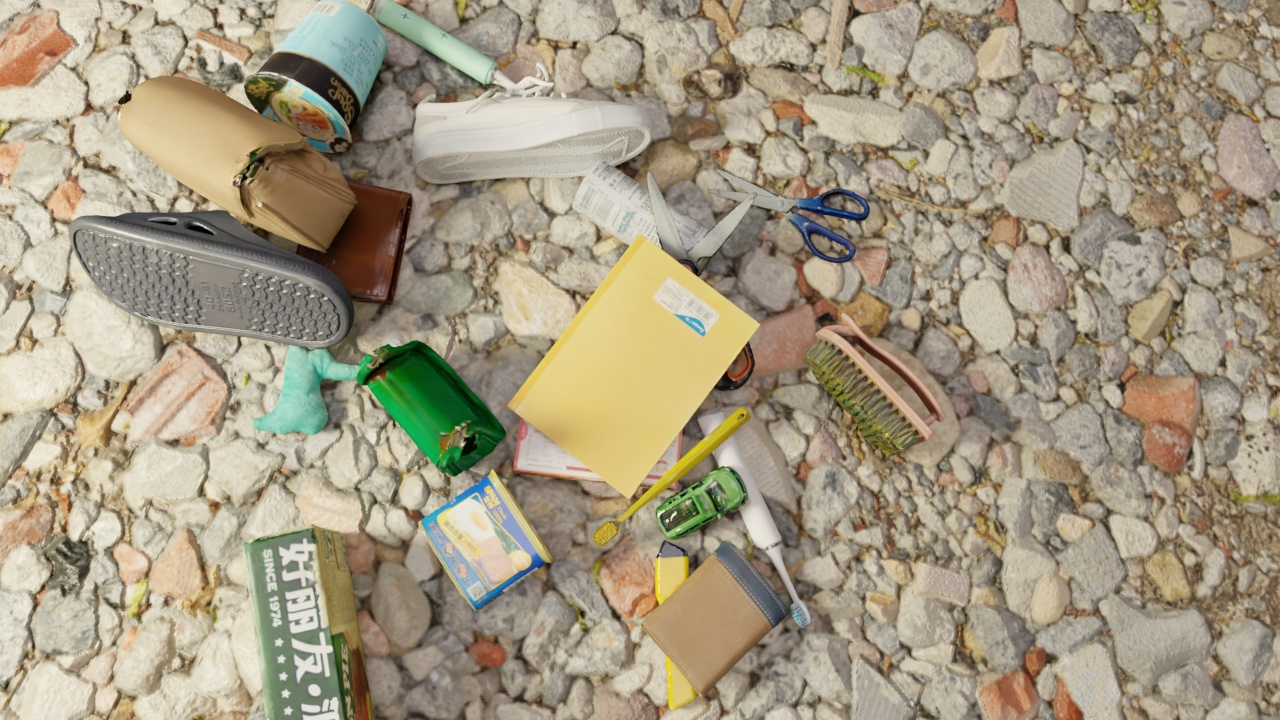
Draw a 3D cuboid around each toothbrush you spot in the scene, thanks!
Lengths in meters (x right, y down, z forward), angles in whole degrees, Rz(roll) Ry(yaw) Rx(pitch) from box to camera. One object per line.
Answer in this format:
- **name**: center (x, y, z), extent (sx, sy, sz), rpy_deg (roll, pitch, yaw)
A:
- **toothbrush**: center (0.111, 0.149, 0.877), extent (0.026, 0.027, 0.221), rpy_deg (-14, 76, -47)
- **toothbrush**: center (-0.181, -0.315, 0.958), extent (0.224, 0.027, 0.027), rpy_deg (31, 54, 3)
- **toothbrush**: center (0.030, 0.108, 0.856), extent (0.190, 0.017, 0.015), rpy_deg (-39, 85, -11)

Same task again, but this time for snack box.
- **snack box**: center (-0.272, 0.264, 0.774), extent (0.063, 0.114, 0.240), rpy_deg (-11, 79, -8)
- **snack box**: center (-0.039, 0.078, 0.880), extent (0.156, 0.027, 0.077), rpy_deg (7, 77, -3)

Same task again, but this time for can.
- **can**: center (-0.141, 0.164, 0.838), extent (0.083, 0.057, 0.102), rpy_deg (-33, 81, -9)
- **can**: center (0.006, -0.138, 0.917), extent (0.147, 0.058, 0.058), rpy_deg (33, 77, 3)

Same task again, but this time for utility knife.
- **utility knife**: center (0.032, 0.245, 0.854), extent (0.033, 0.015, 0.153), rpy_deg (-3, 78, -1)

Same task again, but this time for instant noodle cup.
- **instant noodle cup**: center (-0.310, -0.286, 0.908), extent (0.111, 0.111, 0.120), rpy_deg (22, 67, 0)

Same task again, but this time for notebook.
- **notebook**: center (-0.005, 0.005, 0.859), extent (0.146, 0.010, 0.206), rpy_deg (37, 86, -2)

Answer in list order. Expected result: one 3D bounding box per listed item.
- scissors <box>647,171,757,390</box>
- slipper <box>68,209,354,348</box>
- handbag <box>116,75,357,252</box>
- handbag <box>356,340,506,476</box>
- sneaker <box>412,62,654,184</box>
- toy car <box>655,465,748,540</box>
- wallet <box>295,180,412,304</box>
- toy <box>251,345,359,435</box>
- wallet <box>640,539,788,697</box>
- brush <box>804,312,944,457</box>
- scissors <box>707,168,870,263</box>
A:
- **scissors**: center (0.038, -0.063, 0.883), extent (0.235, 0.021, 0.221), rpy_deg (-36, 101, 10)
- **slipper**: center (-0.390, -0.083, 0.862), extent (0.268, 0.111, 0.083), rpy_deg (13, 40, 2)
- **handbag**: center (-0.362, -0.184, 0.838), extent (0.204, 0.147, 0.099), rpy_deg (28, 87, 17)
- **handbag**: center (-0.188, 0.041, 0.829), extent (0.068, 0.120, 0.131), rpy_deg (-42, 86, -7)
- **sneaker**: center (-0.109, -0.240, 0.921), extent (0.242, 0.089, 0.090), rpy_deg (-6, 73, 0)
- **toy car**: center (0.057, 0.135, 0.863), extent (0.091, 0.036, 0.043), rpy_deg (-32, 79, 9)
- **wallet**: center (-0.285, -0.119, 0.903), extent (0.101, 0.032, 0.124), rpy_deg (8, 76, 0)
- **toy**: center (-0.313, 0.026, 0.869), extent (0.096, 0.030, 0.092), rpy_deg (4, 79, -10)
- **wallet**: center (0.069, 0.235, 0.839), extent (0.115, 0.033, 0.090), rpy_deg (-40, 89, -20)
- **brush**: center (0.226, 0.023, 0.897), extent (0.073, 0.063, 0.145), rpy_deg (-40, 81, -8)
- **scissors**: center (0.160, -0.167, 0.961), extent (0.140, 0.012, 0.171), rpy_deg (-37, 82, -10)
